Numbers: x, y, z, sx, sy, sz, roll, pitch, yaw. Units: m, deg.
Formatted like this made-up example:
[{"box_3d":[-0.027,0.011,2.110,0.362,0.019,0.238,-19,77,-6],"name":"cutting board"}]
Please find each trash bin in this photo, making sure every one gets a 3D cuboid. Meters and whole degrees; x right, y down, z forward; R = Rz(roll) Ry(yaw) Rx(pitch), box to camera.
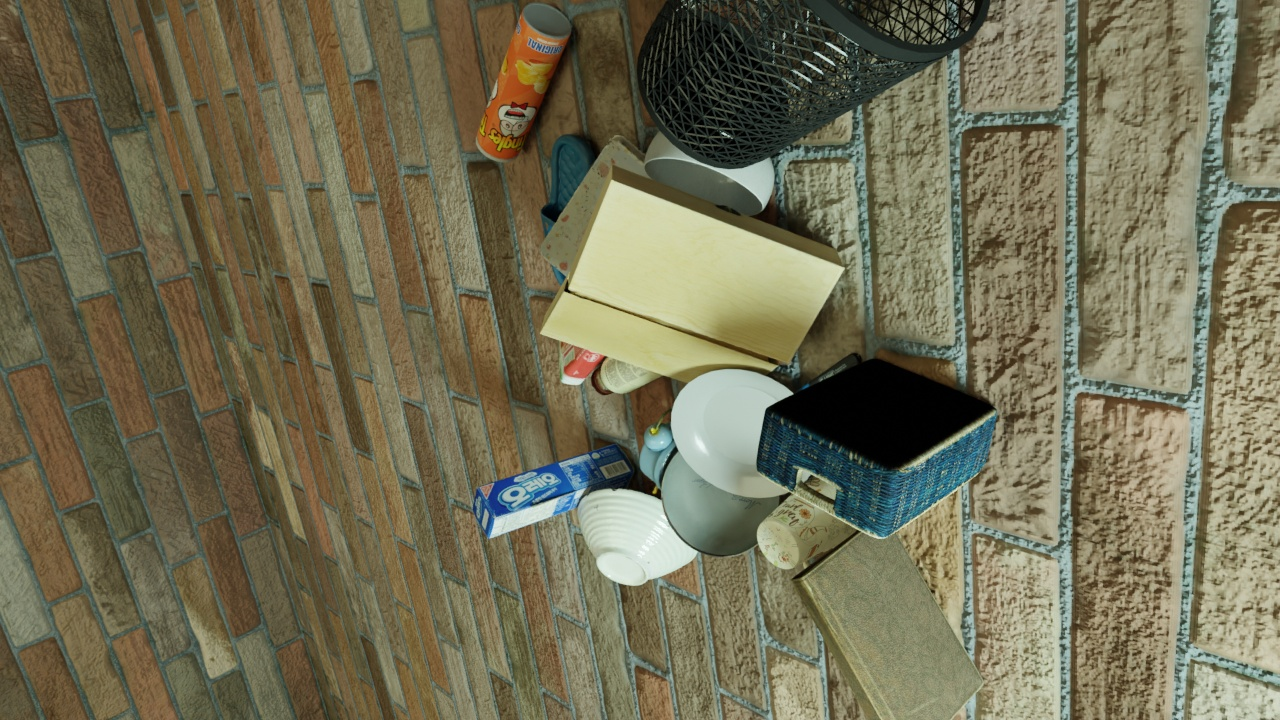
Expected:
[{"box_3d":[0.123,-0.291,0.778,0.244,0.216,0.217,-31,84,58],"name":"trash bin"}]

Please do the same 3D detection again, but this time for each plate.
[{"box_3d":[0.119,0.081,1.046,0.173,0.019,0.173,12,123,18],"name":"plate"}]

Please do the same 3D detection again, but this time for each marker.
[{"box_3d":[0.196,0.025,0.998,0.018,0.015,0.123,58,140,11],"name":"marker"}]

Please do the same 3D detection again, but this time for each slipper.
[{"box_3d":[-0.096,-0.186,1.195,0.104,0.059,0.214,26,126,42],"name":"slipper"}]

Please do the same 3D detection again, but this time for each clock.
[{"box_3d":[0.044,0.112,1.162,0.052,0.088,0.125,34,135,43],"name":"clock"}]

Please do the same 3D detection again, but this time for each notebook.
[{"box_3d":[0.245,0.294,0.941,0.215,0.189,0.035,61,144,5],"name":"notebook"}]

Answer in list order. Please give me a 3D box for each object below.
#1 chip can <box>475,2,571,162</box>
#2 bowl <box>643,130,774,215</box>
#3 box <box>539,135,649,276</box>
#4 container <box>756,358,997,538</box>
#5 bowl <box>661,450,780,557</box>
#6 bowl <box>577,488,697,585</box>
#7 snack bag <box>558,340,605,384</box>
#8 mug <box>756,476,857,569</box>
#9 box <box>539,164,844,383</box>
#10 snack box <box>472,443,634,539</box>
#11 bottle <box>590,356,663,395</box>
[{"box_3d":[-0.153,-0.349,1.172,0.062,0.062,0.211,54,140,15],"name":"chip can"},{"box_3d":[0.075,-0.206,0.944,0.132,0.131,0.064,14,80,45],"name":"bowl"},{"box_3d":[-0.025,-0.153,1.109,0.148,0.042,0.217,47,135,5],"name":"box"},{"box_3d":[0.221,0.072,0.855,0.145,0.187,0.071,27,124,39],"name":"container"},{"box_3d":[0.104,0.161,1.121,0.151,0.056,0.150,1,93,22],"name":"bowl"},{"box_3d":[-0.014,0.257,1.253,0.177,0.070,0.178,13,137,12],"name":"bowl"},{"box_3d":[-0.076,-0.024,1.249,0.116,0.036,0.077,134,139,-52],"name":"snack bag"},{"box_3d":[0.193,0.204,1.027,0.081,0.097,0.122,-32,83,52],"name":"mug"},{"box_3d":[0.043,-0.059,0.969,0.247,0.096,0.262,19,144,-11],"name":"box"},{"box_3d":[-0.118,0.179,1.273,0.059,0.225,0.060,54,142,28],"name":"snack box"},{"box_3d":[-0.007,0.007,1.192,0.162,0.056,0.056,-26,88,52],"name":"bottle"}]
